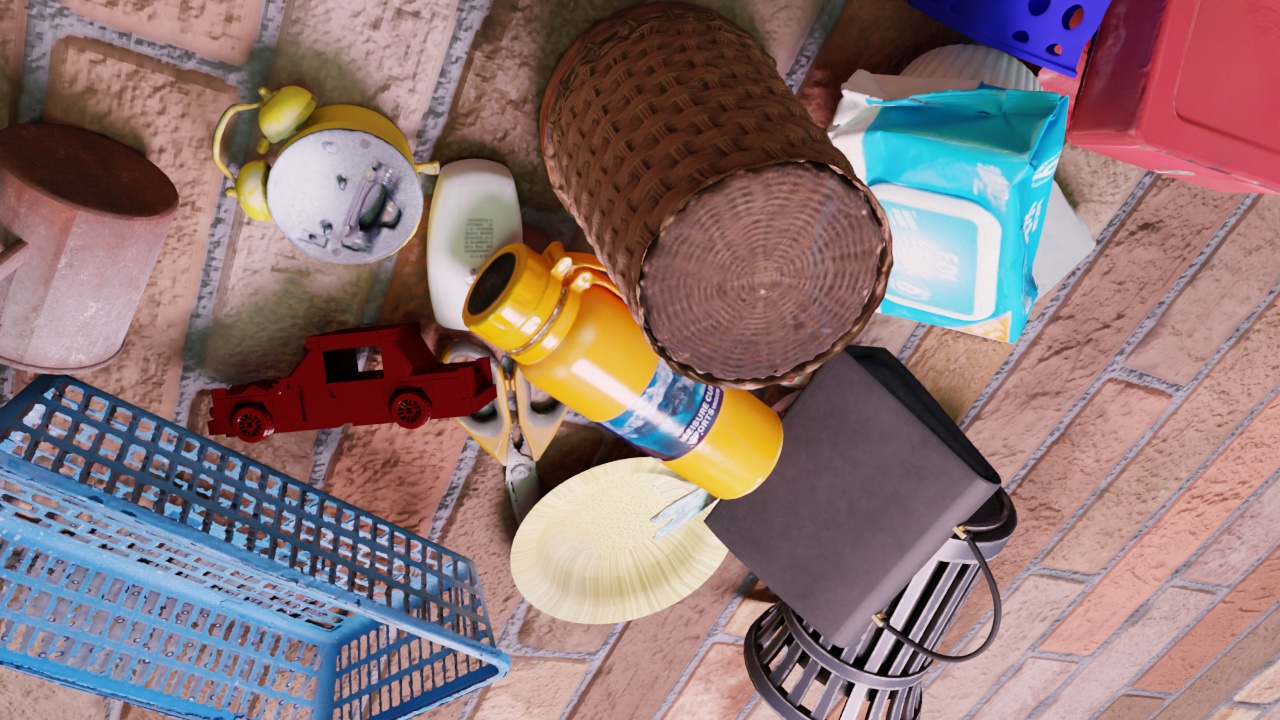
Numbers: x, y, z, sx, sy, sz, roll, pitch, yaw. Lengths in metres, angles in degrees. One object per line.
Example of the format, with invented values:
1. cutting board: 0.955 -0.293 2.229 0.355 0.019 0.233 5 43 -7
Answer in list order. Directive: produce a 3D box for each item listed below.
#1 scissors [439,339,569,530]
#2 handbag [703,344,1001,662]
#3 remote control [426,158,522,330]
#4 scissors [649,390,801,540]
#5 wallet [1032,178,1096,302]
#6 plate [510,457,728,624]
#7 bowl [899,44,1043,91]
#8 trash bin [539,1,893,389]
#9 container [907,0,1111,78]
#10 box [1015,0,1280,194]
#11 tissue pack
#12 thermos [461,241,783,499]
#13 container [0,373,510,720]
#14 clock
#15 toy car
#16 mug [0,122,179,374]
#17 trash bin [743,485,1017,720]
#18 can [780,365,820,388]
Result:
1. scissors: -0.103 0.071 0.693 0.114 0.016 0.229 -3 128 -12
2. handbag: 0.168 0.119 0.638 0.072 0.195 0.176 2 129 -48
3. remote control: -0.104 -0.071 0.579 0.060 0.028 0.114 -3 126 -13
4. scissors: 0.073 0.079 0.707 0.178 0.016 0.101 -21 129 -27
5. wallet: 0.255 -0.090 0.650 0.100 0.054 0.131 -43 130 18
6. plate: -0.016 0.139 0.751 0.184 0.036 0.185 -8 126 -11
7. bowl: 0.195 -0.142 0.562 0.115 0.115 0.062 44 63 -35
8. trash bin: 0.034 -0.087 0.489 0.151 0.209 0.151 -7 127 -10
9. container: 0.225 -0.234 0.512 0.084 0.085 0.114 10 121 -22
10. box: 0.336 -0.180 0.559 0.157 0.126 0.137 9 118 -21
11. tissue pack: 0.179 -0.082 0.544 0.066 0.117 0.209 -62 152 -20
12. thermos: -0.004 0.004 0.600 0.232 0.076 0.091 35 74 -32
13. container: -0.297 0.151 0.621 0.258 0.089 0.362 -32 129 32
14. clock: -0.178 -0.105 0.516 0.118 0.057 0.083 18 120 -26
15. toy car: -0.183 0.012 0.583 0.170 0.070 0.062 -5 97 5
16. mug: -0.311 -0.053 0.479 0.096 0.122 0.110 24 114 -13
17. trash bin: 0.201 0.186 0.771 0.164 0.164 0.228 6 120 -19
18. can: 0.116 -0.032 0.651 0.054 0.054 0.097 -4 126 -12
